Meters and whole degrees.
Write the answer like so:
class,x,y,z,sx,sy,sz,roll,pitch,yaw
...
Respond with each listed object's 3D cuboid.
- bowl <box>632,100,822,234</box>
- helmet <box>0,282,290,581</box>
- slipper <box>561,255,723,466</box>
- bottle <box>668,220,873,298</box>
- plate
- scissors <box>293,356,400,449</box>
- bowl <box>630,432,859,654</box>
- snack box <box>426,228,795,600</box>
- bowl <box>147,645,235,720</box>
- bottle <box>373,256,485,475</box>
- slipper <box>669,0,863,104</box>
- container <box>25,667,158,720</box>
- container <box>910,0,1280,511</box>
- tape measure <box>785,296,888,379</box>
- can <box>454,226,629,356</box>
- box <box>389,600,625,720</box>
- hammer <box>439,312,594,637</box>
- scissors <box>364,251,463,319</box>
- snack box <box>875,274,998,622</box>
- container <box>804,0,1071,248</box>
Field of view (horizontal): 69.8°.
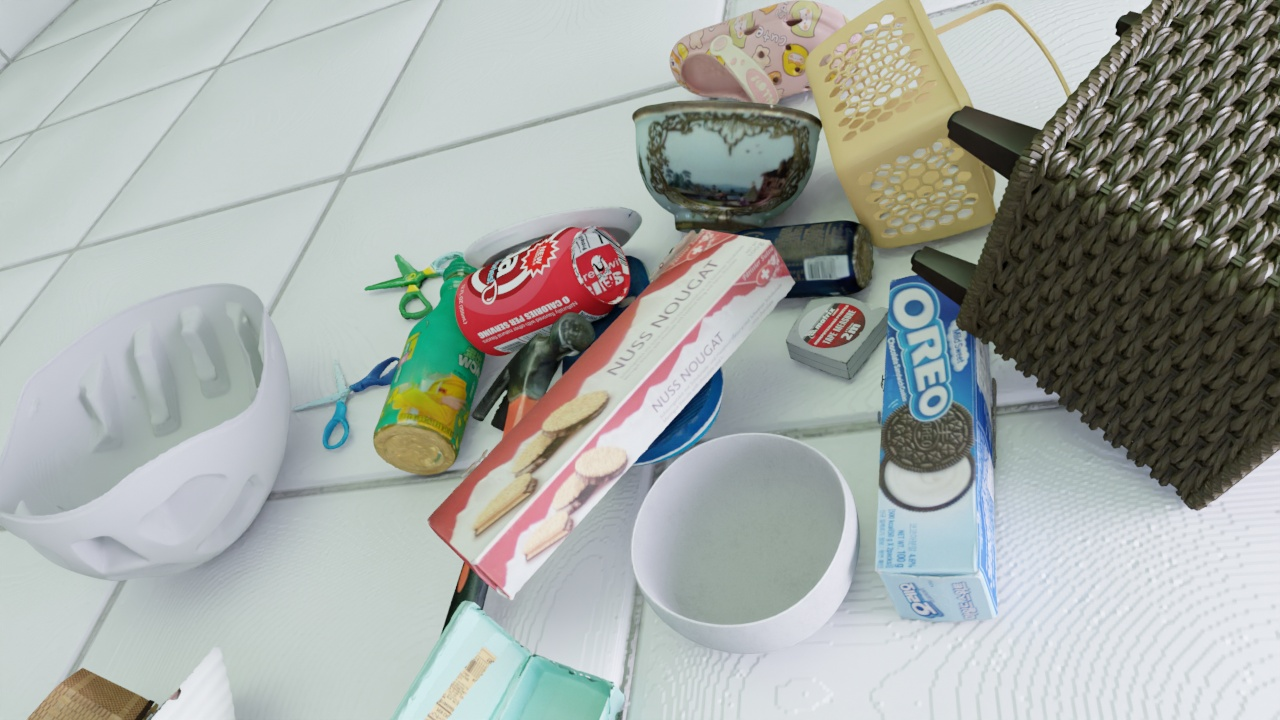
class,x,y,z,sx,sy,sz,roll,pitch,yaw
bowl,0.069,-0.153,0.764,0.160,0.159,0.094,7,95,33
helmet,-0.411,0.048,0.777,0.224,0.184,0.282,-14,56,-4
slipper,-0.004,0.004,0.700,0.118,0.060,0.294,-32,29,6
bottle,0.097,-0.076,0.716,0.161,0.056,0.056,-1,50,31
plate,-0.073,-0.098,0.787,0.157,0.156,0.014,-15,84,16
scissors,-0.268,0.030,0.853,0.129,0.014,0.127,-36,38,-2
bowl,0.066,0.113,0.547,0.132,0.064,0.131,-15,44,15
snack box,-0.017,0.022,0.581,0.272,0.044,0.077,-47,34,-15
bowl,-0.299,0.273,0.570,0.177,0.071,0.177,-50,7,8
bottle,-0.168,-0.005,0.787,0.068,0.068,0.209,-11,45,19
slipper,0.112,-0.283,0.888,0.198,0.093,0.081,2,62,31
container,-0.379,0.252,0.624,0.063,0.061,0.114,-53,11,-22
container,0.319,-0.121,0.505,0.205,0.177,0.320,36,71,23
tape measure,0.142,-0.018,0.664,0.062,0.020,0.060,21,57,39
can,-0.082,-0.054,0.737,0.143,0.074,0.074,-19,41,38
box,-0.095,0.240,0.503,0.078,0.110,0.186,-8,41,47
hammer,-0.108,0.127,0.627,0.133,0.033,0.332,-32,38,48
scissors,-0.226,-0.087,0.939,0.121,0.012,0.128,-35,44,-7
snack box,0.181,0.043,0.558,0.059,0.059,0.225,-8,47,28
container,0.229,-0.192,0.703,0.167,0.129,0.183,-22,44,19
